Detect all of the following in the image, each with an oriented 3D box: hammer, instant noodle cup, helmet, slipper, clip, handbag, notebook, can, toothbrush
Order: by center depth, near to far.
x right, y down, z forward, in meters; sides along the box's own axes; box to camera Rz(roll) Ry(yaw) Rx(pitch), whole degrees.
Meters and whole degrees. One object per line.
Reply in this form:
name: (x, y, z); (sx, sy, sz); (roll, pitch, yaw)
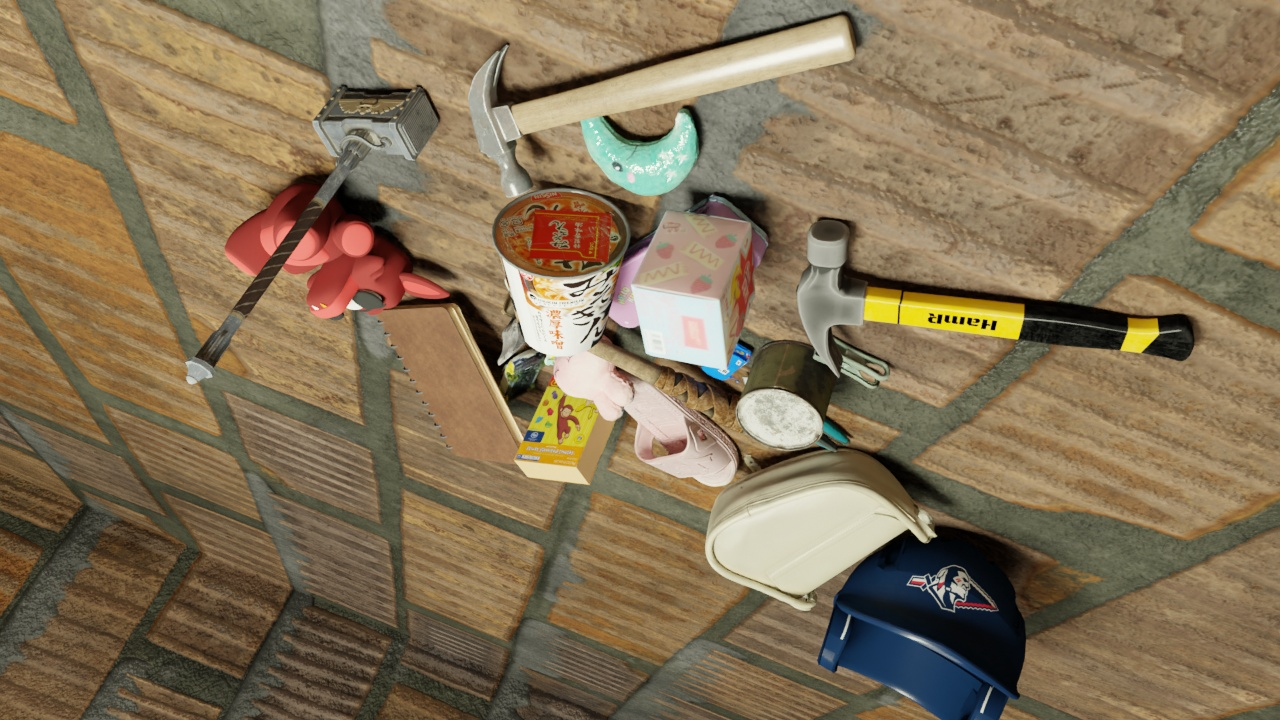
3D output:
hammer: (0.001, -0.208, 0.710); (0.332, 0.030, 0.119); (-3, 123, 31)
hammer: (-0.283, -0.111, 0.767); (0.098, 0.321, 0.044); (7, 146, 22)
hammer: (0.298, -0.034, 0.797); (0.325, 0.034, 0.170); (8, 140, 16)
instant noodle cup: (-0.074, -0.076, 0.864); (0.124, 0.123, 0.122); (16, 139, 10)
clip: (0.212, 0.002, 0.919); (0.076, 0.023, 0.044); (27, 149, -5)
can: (0.151, 0.036, 0.948); (0.090, 0.074, 0.090); (14, 138, 13)
hammer: (-0.006, 0.006, 0.998); (0.318, 0.121, 0.049); (26, 149, -21)
toothbrush: (-0.125, -0.044, 1.061); (0.022, 0.015, 0.155); (-24, 139, 0)
handbag: (0.208, 0.188, 1.105); (0.184, 0.131, 0.230); (43, 120, -12)
helmet: (0.354, 0.324, 1.114); (0.232, 0.223, 0.272); (25, 180, 15)
slipper: (0.038, 0.095, 1.127); (0.094, 0.064, 0.239); (-10, 134, 41)
notebook: (-0.235, 0.029, 1.148); (0.168, 0.024, 0.225); (1, 123, 44)

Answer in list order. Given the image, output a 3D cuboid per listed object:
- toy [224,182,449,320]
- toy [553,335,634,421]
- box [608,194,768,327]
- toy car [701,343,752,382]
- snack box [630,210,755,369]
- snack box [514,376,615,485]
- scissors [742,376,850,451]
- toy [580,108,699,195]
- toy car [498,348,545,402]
toy: (-0.333, -0.106, 1.011); (0.159, 0.120, 0.197); (-11, 144, 38)
toy: (-0.051, 0.019, 1.055); (0.105, 0.053, 0.109); (45, 139, 7)
box: (0.028, -0.090, 0.883); (0.076, 0.033, 0.215); (38, 145, -21)
toy car: (0.089, 0.015, 0.975); (0.033, 0.061, 0.092); (28, 148, -10)
snack box: (0.049, -0.061, 0.791); (0.079, 0.094, 0.093); (11, 145, 18)
snack box: (-0.086, 0.084, 1.124); (0.088, 0.125, 0.040); (3, 143, 28)
scissors: (0.171, 0.062, 1.035); (0.136, 0.019, 0.138); (7, 139, 13)
toy: (-0.001, -0.177, 0.774); (0.105, 0.033, 0.085); (12, 136, 18)
toy car: (-0.153, 0.018, 1.145); (0.033, 0.047, 0.106); (53, 149, 13)
